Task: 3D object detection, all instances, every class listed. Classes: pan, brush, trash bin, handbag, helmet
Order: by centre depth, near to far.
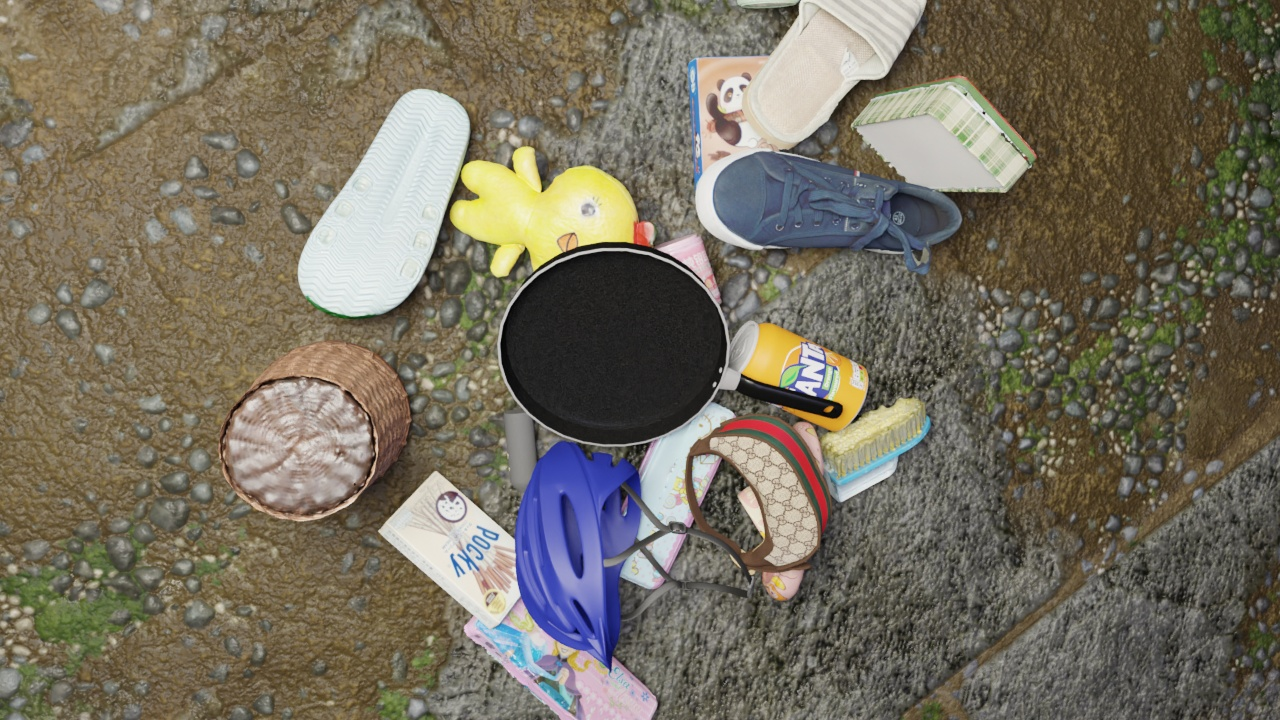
[{"bbox_3d":[-0.285,0.064,0.821,0.151,0.210,0.151,-2,97,-13],"label":"trash bin"},{"bbox_3d":[-0.009,0.176,0.892,0.228,0.241,0.148,-5,142,3],"label":"helmet"},{"bbox_3d":[0.036,0.004,0.918,0.356,0.034,0.226,14,120,-10],"label":"pan"},{"bbox_3d":[0.116,0.141,0.933,0.139,0.063,0.166,-21,101,33],"label":"handbag"},{"bbox_3d":[0.266,0.098,1.031,0.135,0.055,0.075,-27,123,-9],"label":"brush"}]

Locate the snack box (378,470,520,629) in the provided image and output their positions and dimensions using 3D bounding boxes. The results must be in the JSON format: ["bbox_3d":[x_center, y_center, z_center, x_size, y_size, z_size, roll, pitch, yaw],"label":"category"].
[{"bbox_3d":[-0.178,0.189,0.919,0.150,0.026,0.081,42,46,-4],"label":"snack box"}]

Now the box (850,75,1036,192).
[{"bbox_3d":[0.299,-0.223,0.926,0.117,0.205,0.050,39,94,-12],"label":"box"}]

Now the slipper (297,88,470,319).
[{"bbox_3d":[-0.237,-0.147,0.883,0.104,0.074,0.245,25,74,-13],"label":"slipper"}]

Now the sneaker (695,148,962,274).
[{"bbox_3d":[0.202,-0.151,0.928,0.294,0.127,0.121,2,94,-23],"label":"sneaker"}]

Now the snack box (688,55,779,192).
[{"bbox_3d":[0.099,-0.240,0.966,0.087,0.034,0.151,-6,98,-13],"label":"snack box"}]

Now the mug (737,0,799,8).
[{"bbox_3d":[0.144,-0.417,0.936,0.111,0.084,0.104,-11,108,-26],"label":"mug"}]

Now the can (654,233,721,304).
[{"bbox_3d":[0.042,-0.086,0.952,0.067,0.067,0.076,-21,100,-10],"label":"can"}]

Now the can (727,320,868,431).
[{"bbox_3d":[0.167,0.016,0.985,0.142,0.079,0.079,24,90,-14],"label":"can"}]

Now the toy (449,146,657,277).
[{"bbox_3d":[-0.085,-0.135,0.910,0.207,0.092,0.134,16,111,-5],"label":"toy"}]

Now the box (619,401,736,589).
[{"bbox_3d":[0.031,0.139,0.989,0.076,0.036,0.214,25,90,-14],"label":"box"}]

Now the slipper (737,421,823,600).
[{"bbox_3d":[0.146,0.162,0.994,0.081,0.093,0.197,8,95,-3],"label":"slipper"}]

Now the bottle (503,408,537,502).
[{"bbox_3d":[-0.122,0.108,0.954,0.030,0.030,0.113,-6,97,-12],"label":"bottle"}]

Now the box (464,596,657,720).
[{"bbox_3d":[-0.090,0.330,0.982,0.230,0.077,0.084,46,48,-13],"label":"box"}]

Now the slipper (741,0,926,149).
[{"bbox_3d":[0.205,-0.327,0.947,0.114,0.054,0.272,43,74,-2],"label":"slipper"}]
